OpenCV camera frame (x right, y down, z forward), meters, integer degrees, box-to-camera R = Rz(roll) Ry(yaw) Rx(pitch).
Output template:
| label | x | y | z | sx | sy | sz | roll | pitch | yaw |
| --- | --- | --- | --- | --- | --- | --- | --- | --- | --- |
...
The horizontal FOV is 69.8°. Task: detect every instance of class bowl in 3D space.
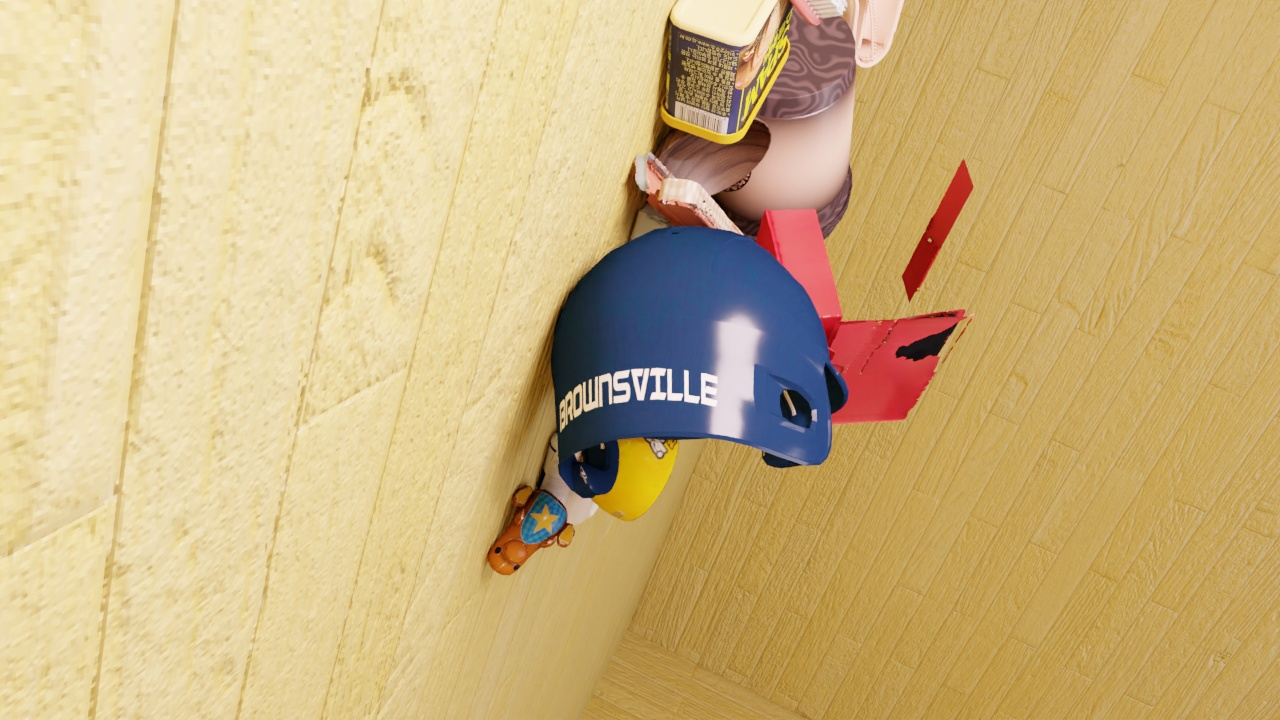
| label | x | y | z | sx | sy | sz | roll | pitch | yaw |
| --- | --- | --- | --- | --- | --- | --- | --- | --- | --- |
| bowl | -0.021 | 0.096 | 0.930 | 0.118 | 0.067 | 0.117 | -49 | -156 | 31 |
| bowl | 0.057 | -0.192 | 0.831 | 0.119 | 0.032 | 0.119 | -19 | 160 | -8 |
| bowl | -0.066 | 0.135 | 1.015 | 0.105 | 0.054 | 0.105 | 25 | 88 | -82 |

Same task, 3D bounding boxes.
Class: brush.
| label | x | y | z | sx | sy | sz | roll | pitch | yaw |
| --- | --- | --- | --- | --- | --- | --- | --- | --- | --- |
| brush | 0.103 | -0.306 | 0.664 | 0.172 | 0.030 | 0.041 | 30 | 70 | -47 |

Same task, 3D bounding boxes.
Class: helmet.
| label | x | y | z | sx | sy | sz | roll | pitch | yaw |
| --- | --- | --- | --- | --- | --- | --- | --- | --- | --- |
| helmet | 0.051 | 0.005 | 0.773 | 0.272 | 0.233 | 0.222 | 38 | 48 | -48 |

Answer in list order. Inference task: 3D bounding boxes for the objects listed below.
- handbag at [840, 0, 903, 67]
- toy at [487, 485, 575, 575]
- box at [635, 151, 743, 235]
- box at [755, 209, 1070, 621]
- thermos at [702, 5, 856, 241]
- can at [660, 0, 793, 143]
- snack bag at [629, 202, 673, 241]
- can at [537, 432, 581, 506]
| label | x | y | z | sx | sy | sz | roll | pitch | yaw |
| --- | --- | --- | --- | --- | --- | --- | --- | --- | --- |
| handbag | 0.250 | -0.379 | 0.914 | 0.187 | 0.198 | 0.117 | -17 | 136 | -18 |
| toy | -0.114 | 0.167 | 0.885 | 0.090 | 0.070 | 0.103 | -49 | -172 | -21 |
| box | 0.054 | -0.131 | 0.826 | 0.054 | 0.078 | 0.187 | -38 | 158 | 11 |
| box | 0.207 | 0.060 | 0.885 | 0.107 | 0.409 | 0.212 | -24 | 153 | -17 |
| thermos | 0.139 | -0.233 | 0.932 | 0.226 | 0.173 | 0.172 | 81 | 34 | -62 |
| can | 0.074 | -0.264 | 0.744 | 0.104 | 0.075 | 0.135 | 92 | 24 | -60 |
| snack bag | -0.007 | -0.055 | 0.921 | 0.077 | 0.041 | 0.226 | -51 | 161 | -59 |
| can | -0.083 | 0.114 | 0.926 | 0.032 | 0.032 | 0.095 | -53 | 164 | -54 |
